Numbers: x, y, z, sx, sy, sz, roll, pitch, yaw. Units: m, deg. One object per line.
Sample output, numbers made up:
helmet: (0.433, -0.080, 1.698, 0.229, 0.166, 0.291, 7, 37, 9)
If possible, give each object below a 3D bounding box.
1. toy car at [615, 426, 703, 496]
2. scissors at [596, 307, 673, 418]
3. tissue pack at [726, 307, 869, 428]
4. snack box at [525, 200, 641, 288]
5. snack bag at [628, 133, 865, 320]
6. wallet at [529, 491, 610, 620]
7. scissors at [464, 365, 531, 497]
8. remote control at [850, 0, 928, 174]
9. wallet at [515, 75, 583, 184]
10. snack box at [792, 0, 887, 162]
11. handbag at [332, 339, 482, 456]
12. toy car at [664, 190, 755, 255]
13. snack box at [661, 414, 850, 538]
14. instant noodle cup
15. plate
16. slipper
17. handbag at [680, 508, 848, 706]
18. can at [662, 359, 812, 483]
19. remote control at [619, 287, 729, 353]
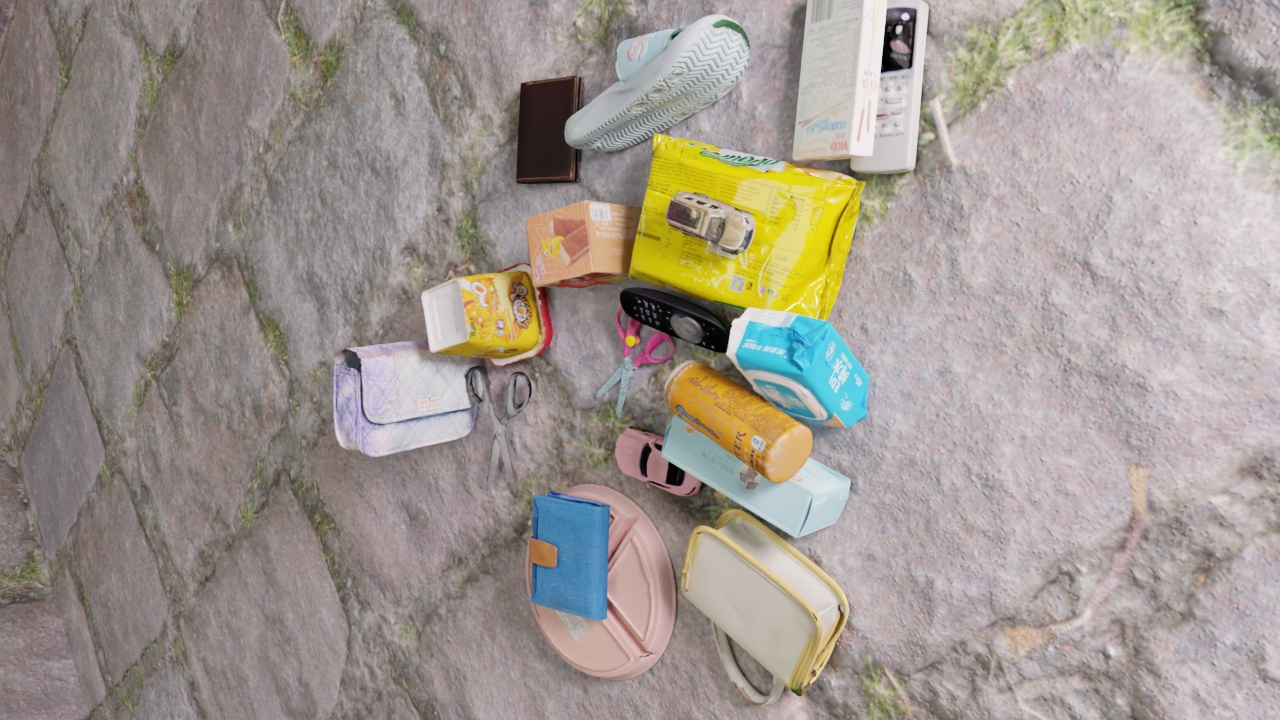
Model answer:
toy car: (0.017, 0.110, 0.995, 0.122, 0.037, 0.056, 15, 101, 40)
scissors: (-0.006, 0.007, 1.024, 0.105, 0.017, 0.136, 22, 111, 31)
tissue pack: (0.143, 0.010, 0.826, 0.090, 0.140, 0.063, 14, 70, 39)
snack box: (-0.058, -0.124, 1.006, 0.095, 0.092, 0.077, -9, 87, 40)
snack bag: (0.092, -0.124, 0.898, 0.247, 0.068, 0.158, 23, 107, 36)
wallet: (-0.081, 0.222, 1.049, 0.106, 0.040, 0.133, 5, 95, 36)
scissors: (-0.178, 0.083, 1.157, 0.159, 0.014, 0.174, 50, 118, 10)
remote control: (0.219, -0.242, 0.812, 0.058, 0.021, 0.150, 8, 98, 40)
wallet: (-0.109, -0.272, 1.090, 0.096, 0.020, 0.122, 6, 95, 35)
snack box: (0.178, -0.260, 0.824, 0.085, 0.026, 0.157, 18, 106, 62)
handbag: (-0.285, 0.041, 1.146, 0.076, 0.193, 0.134, 9, 102, 35)
toy car: (0.065, -0.128, 0.853, 0.090, 0.035, 0.042, 27, 111, 32)
snack box: (0.110, 0.104, 0.891, 0.175, 0.074, 0.052, 28, 110, 36)
instant noodle cup: (-0.186, -0.053, 1.099, 0.116, 0.123, 0.116, -15, 83, 39)
plate: (-0.055, 0.260, 1.071, 0.230, 0.028, 0.229, 3, 95, 40)
slipper: (0.010, -0.285, 0.938, 0.246, 0.103, 0.074, -21, 77, 45)
handbag: (0.114, 0.256, 0.916, 0.163, 0.063, 0.179, 36, 129, 33)
can: (0.087, 0.054, 0.847, 0.146, 0.058, 0.058, 34, 113, 41)
remote control: (0.039, -0.046, 0.961, 0.136, 0.024, 0.053, 23, 145, 27)
